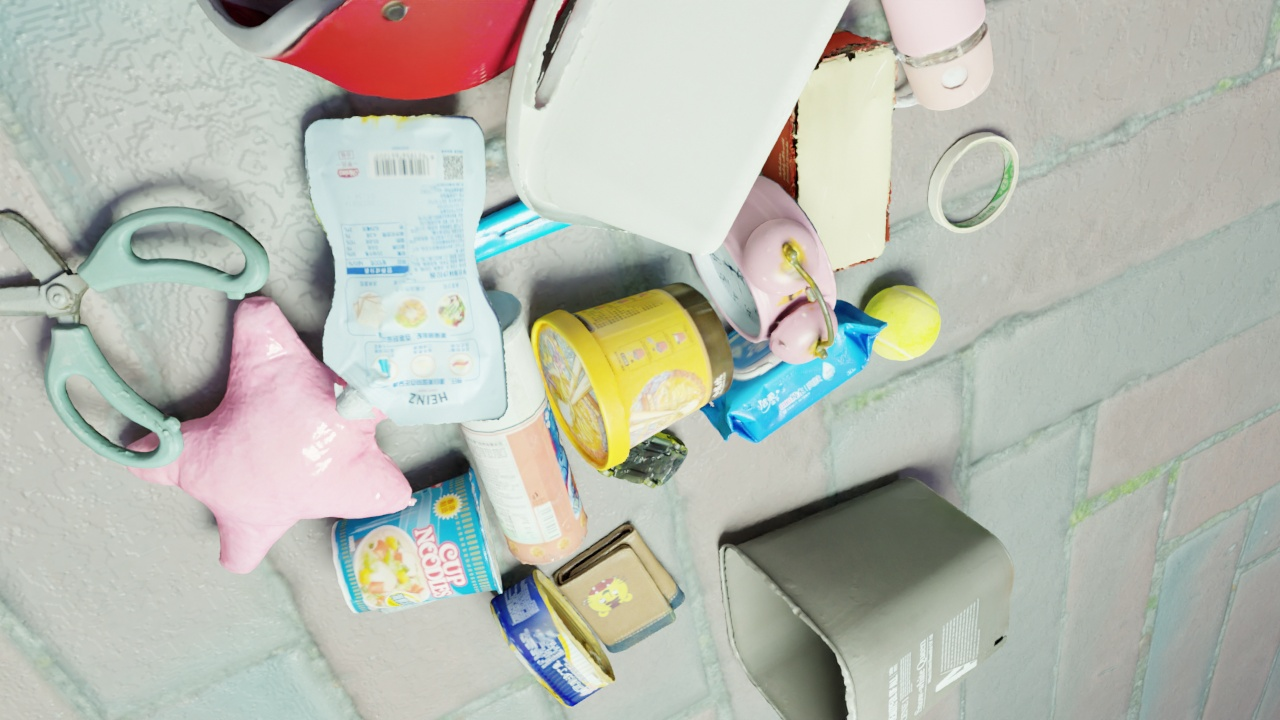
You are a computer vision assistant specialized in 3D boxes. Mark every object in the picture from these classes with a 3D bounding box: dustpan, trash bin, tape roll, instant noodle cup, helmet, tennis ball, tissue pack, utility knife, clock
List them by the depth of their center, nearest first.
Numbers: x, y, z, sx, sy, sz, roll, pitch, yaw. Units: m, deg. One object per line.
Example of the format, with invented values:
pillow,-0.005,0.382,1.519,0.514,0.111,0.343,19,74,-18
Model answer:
helmet,-0.098,-0.234,0.438,0.240,0.207,0.143,-58,149,6
dustpan,0.012,-0.173,0.521,0.142,0.257,0.223,24,107,-12
utility knife,-0.080,-0.095,0.633,0.178,0.018,0.034,-25,127,-9
clock,0.091,-0.061,0.649,0.059,0.158,0.117,-30,127,-11
instant noodle cup,-0.004,0.004,0.674,0.114,0.118,0.119,-24,127,-22
instant noodle cup,-0.168,0.142,0.690,0.110,0.099,0.099,-15,125,-9
tissue pack,0.111,-0.003,0.736,0.157,0.095,0.052,-35,122,-4
tape roll,0.284,-0.151,0.782,0.085,0.014,0.086,-13,124,-20
tennis ball,0.225,-0.032,0.792,0.065,0.065,0.066,-12,123,-20
trash bin,0.222,0.244,0.887,0.219,0.198,0.199,-23,126,-20

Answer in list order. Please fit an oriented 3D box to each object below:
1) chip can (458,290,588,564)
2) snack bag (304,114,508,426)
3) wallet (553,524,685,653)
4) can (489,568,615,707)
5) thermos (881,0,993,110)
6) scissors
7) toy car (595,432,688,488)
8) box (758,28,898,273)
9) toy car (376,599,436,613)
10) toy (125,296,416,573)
chip can,-0.095,0.057,0.683,0.071,0.071,0.215,-23,126,-13
snack bag,-0.143,-0.053,0.567,0.110,0.039,0.191,-6,99,-18
wallet,-0.017,0.211,0.843,0.090,0.033,0.115,-33,124,-4
can,-0.075,0.247,0.807,0.049,0.074,0.148,-32,128,-3
thermos,0.187,-0.267,0.637,0.087,0.067,0.199,-15,133,21
scissors,-0.291,-0.026,0.538,0.179,0.019,0.170,-26,109,2
toy car,-0.003,0.076,0.766,0.105,0.032,0.048,23,106,-47
box,0.140,-0.146,0.673,0.091,0.077,0.168,-19,126,-15
toy car,-0.174,0.176,0.741,0.090,0.034,0.043,-12,120,-21
toy,-0.233,0.067,0.616,0.178,0.074,0.195,35,103,-26
